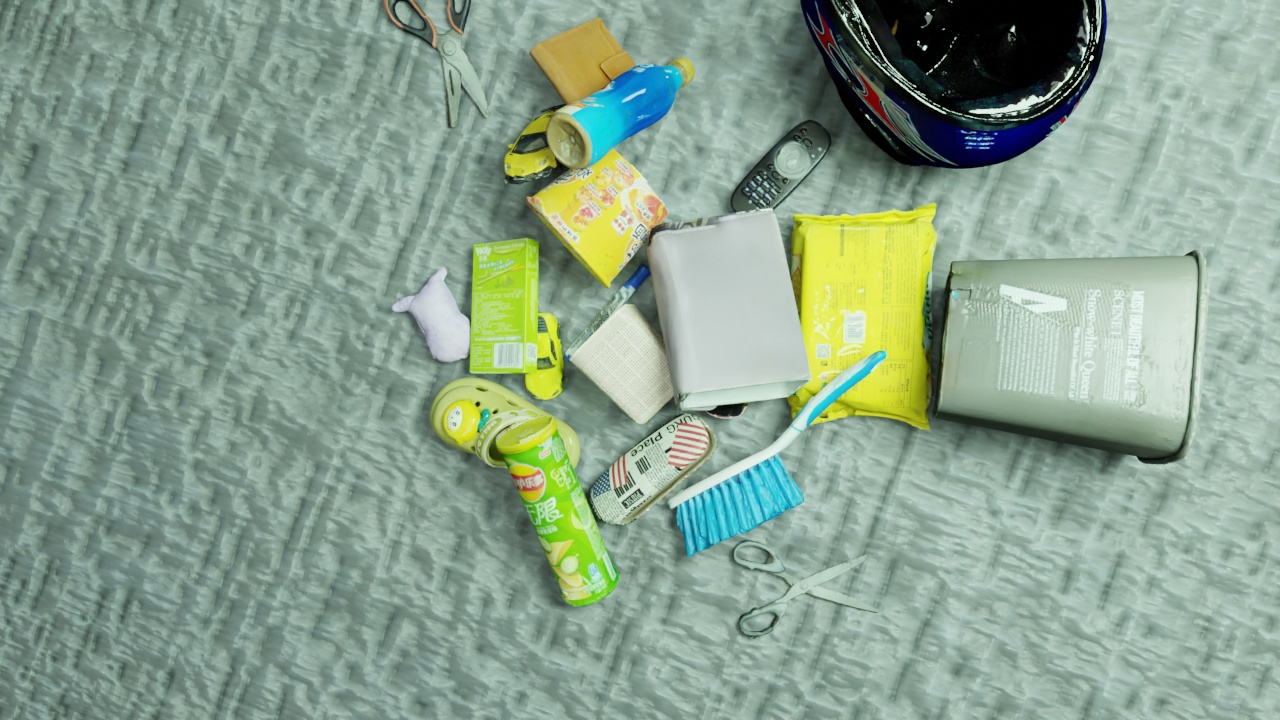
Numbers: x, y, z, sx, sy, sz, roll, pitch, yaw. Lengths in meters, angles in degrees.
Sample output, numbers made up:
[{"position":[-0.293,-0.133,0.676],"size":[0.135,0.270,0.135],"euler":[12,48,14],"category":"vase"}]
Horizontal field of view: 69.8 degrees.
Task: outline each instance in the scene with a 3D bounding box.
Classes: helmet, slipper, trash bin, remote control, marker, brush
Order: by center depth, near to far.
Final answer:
[{"position":[0.288,-0.336,0.902],"size":[0.315,0.240,0.247],"euler":[42,99,-4],"category":"helmet"},{"position":[0.415,-0.009,0.917],"size":[0.220,0.198,0.199],"euler":[6,84,15],"category":"trash bin"},{"position":[0.153,0.109,1.001],"size":[0.315,0.060,0.109],"euler":[-32,76,27],"category":"brush"},{"position":[0.159,-0.213,1.041],"size":[0.136,0.024,0.053],"euler":[-45,82,7],"category":"remote control"},{"position":[-0.163,0.082,1.078],"size":[0.190,0.081,0.091],"euler":[23,92,6],"category":"slipper"},{"position":[-0.040,-0.055,1.084],"size":[0.017,0.017,0.146],"euler":[42,98,7],"category":"marker"}]

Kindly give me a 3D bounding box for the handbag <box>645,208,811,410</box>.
[{"position":[0.089,-0.053,0.991],"size":[0.144,0.099,0.196],"euler":[-5,74,-16],"category":"handbag"}]

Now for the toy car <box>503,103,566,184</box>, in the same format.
[{"position":[-0.106,-0.246,1.034],"size":[0.071,0.155,0.041],"euler":[-3,127,22],"category":"toy car"}]

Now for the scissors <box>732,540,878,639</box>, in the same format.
[{"position":[0.182,0.262,1.053],"size":[0.181,0.014,0.159],"euler":[32,96,7],"category":"scissors"}]

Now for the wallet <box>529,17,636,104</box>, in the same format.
[{"position":[-0.048,-0.319,1.048],"size":[0.107,0.031,0.132],"euler":[-36,91,-29],"category":"wallet"}]

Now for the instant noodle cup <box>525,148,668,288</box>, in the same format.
[{"position":[-0.044,-0.166,1.028],"size":[0.110,0.138,0.138],"euler":[-43,84,0],"category":"instant noodle cup"}]

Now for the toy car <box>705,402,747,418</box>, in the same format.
[{"position":[0.101,0.006,1.052],"size":[0.056,0.037,0.122],"euler":[7,80,4],"category":"toy car"}]

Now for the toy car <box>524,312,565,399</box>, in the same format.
[{"position":[-0.118,-0.005,1.091],"size":[0.048,0.032,0.105],"euler":[-6,92,10],"category":"toy car"}]

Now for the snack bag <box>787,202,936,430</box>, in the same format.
[{"position":[0.242,-0.048,1.009],"size":[0.158,0.068,0.246],"euler":[1,92,10],"category":"snack bag"}]

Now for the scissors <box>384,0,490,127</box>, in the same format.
[{"position":[-0.240,-0.398,1.115],"size":[0.221,0.015,0.190],"euler":[31,96,7],"category":"scissors"}]

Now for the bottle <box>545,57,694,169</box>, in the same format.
[{"position":[-0.011,-0.277,0.994],"size":[0.065,0.218,0.065],"euler":[26,137,26],"category":"bottle"}]

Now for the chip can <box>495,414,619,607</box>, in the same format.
[{"position":[-0.091,0.174,1.040],"size":[0.073,0.072,0.221],"euler":[-18,106,10],"category":"chip can"}]

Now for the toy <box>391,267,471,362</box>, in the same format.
[{"position":[-0.244,-0.046,1.109],"size":[0.084,0.039,0.108],"euler":[-33,88,9],"category":"toy"}]

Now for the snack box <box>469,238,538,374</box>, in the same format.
[{"position":[-0.160,-0.062,1.080],"size":[0.086,0.026,0.156],"euler":[-2,86,32],"category":"snack box"}]

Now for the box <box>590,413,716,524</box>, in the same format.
[{"position":[0.009,0.122,1.047],"size":[0.164,0.081,0.075],"euler":[-39,79,11],"category":"box"}]

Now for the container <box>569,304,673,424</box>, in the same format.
[{"position":[-0.006,0.006,1.044],"size":[0.090,0.090,0.111],"euler":[-44,86,8],"category":"container"}]
